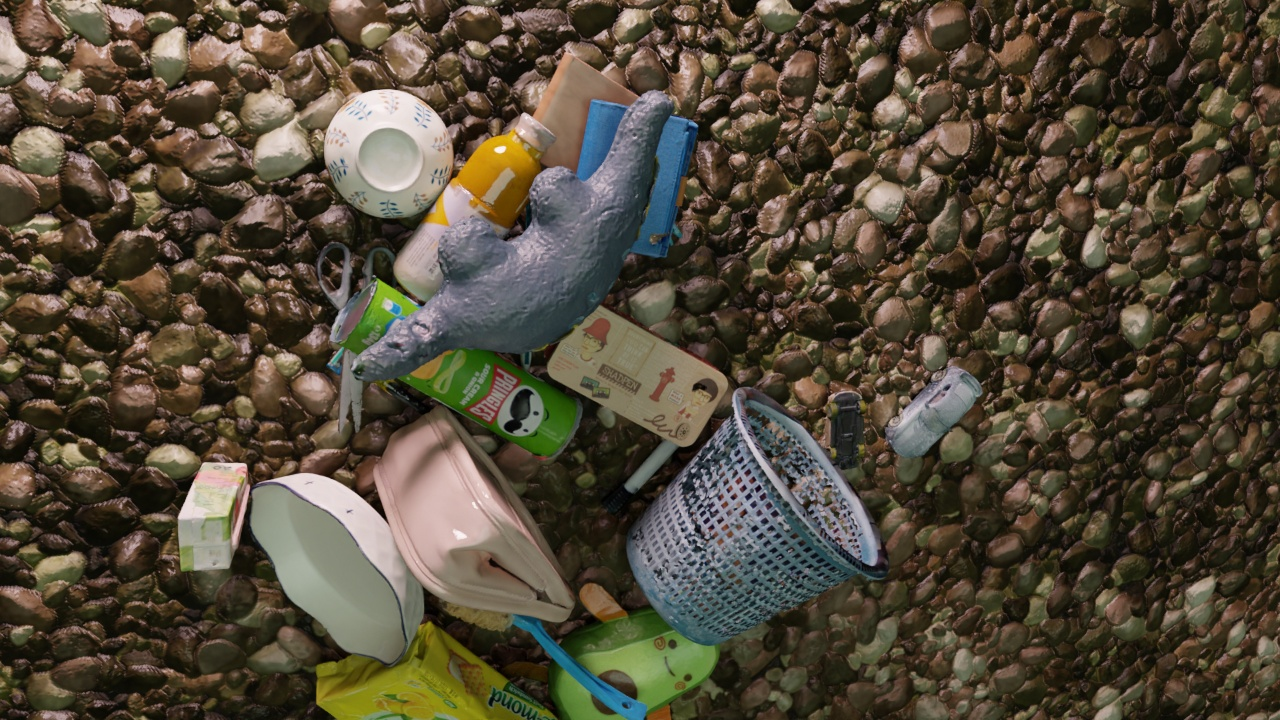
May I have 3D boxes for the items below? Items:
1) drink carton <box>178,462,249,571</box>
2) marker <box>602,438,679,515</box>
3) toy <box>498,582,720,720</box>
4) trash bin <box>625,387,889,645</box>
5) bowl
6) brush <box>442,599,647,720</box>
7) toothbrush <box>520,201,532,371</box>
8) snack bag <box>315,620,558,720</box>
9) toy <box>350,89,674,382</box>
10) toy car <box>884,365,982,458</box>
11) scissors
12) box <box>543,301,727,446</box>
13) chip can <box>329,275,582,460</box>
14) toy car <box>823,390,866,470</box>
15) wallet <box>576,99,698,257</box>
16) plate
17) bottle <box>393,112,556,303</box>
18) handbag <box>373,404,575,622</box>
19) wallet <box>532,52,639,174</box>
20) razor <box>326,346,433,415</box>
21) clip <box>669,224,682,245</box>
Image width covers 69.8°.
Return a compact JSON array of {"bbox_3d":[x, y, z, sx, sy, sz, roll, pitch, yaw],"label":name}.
[{"bbox_3d":[-0.379,0.137,0.821,0.045,0.122,0.053,1,105,-17],"label":"drink carton"},{"bbox_3d":[0.008,0.112,0.974,0.022,0.018,0.131,41,93,-12],"label":"marker"},{"bbox_3d":[-0.022,0.337,0.994,0.246,0.090,0.227,-24,110,-3],"label":"toy"},{"bbox_3d":[0.101,0.172,0.922,0.195,0.226,0.226,-41,113,18],"label":"trash bin"},{"bbox_3d":[-0.220,-0.178,0.804,0.113,0.062,0.113,-4,107,-13],"label":"bowl"},{"bbox_3d":[-0.098,0.283,0.926,0.254,0.083,0.046,38,113,0],"label":"brush"},{"bbox_3d":[-0.106,-0.079,0.888,0.018,0.016,0.192,-4,107,-25],"label":"toothbrush"},{"bbox_3d":[-0.195,0.363,0.940,0.158,0.068,0.246,-29,116,29],"label":"snack bag"},{"bbox_3d":[-0.090,-0.083,0.799,0.356,0.091,0.138,-41,136,-11],"label":"toy"},{"bbox_3d":[0.331,0.061,1.038,0.121,0.036,0.054,-45,112,4],"label":"toy car"},{"bbox_3d":[-0.255,-0.023,0.845,0.145,0.014,0.172,-35,106,-18],"label":"scissors"},{"bbox_3d":[-0.006,0.006,0.914,0.168,0.079,0.091,29,98,-15],"label":"box"},{"bbox_3d":[-0.166,0.012,0.853,0.236,0.072,0.072,33,95,-28],"label":"chip can"},{"bbox_3d":[0.222,0.076,1.012,0.042,0.035,0.090,-6,107,-15],"label":"toy car"},{"bbox_3d":[-0.008,-0.169,0.862,0.106,0.040,0.133,9,109,-12],"label":"wallet"},{"bbox_3d":[-0.276,0.186,0.842,0.045,0.205,0.205,-40,118,-42],"label":"plate"},{"bbox_3d":[-0.146,-0.135,0.825,0.068,0.068,0.190,35,100,-21],"label":"bottle"},{"bbox_3d":[-0.134,0.165,0.865,0.093,0.193,0.234,-42,132,0],"label":"handbag"},{"bbox_3d":[-0.045,-0.215,0.863,0.115,0.020,0.101,25,101,-23],"label":"wallet"},{"bbox_3d":[-0.232,0.030,0.883,0.142,0.022,0.042,40,77,-25],"label":"razor"},{"bbox_3d":[0.020,-0.139,0.905,0.041,0.014,0.056,-42,112,0],"label":"clip"}]
